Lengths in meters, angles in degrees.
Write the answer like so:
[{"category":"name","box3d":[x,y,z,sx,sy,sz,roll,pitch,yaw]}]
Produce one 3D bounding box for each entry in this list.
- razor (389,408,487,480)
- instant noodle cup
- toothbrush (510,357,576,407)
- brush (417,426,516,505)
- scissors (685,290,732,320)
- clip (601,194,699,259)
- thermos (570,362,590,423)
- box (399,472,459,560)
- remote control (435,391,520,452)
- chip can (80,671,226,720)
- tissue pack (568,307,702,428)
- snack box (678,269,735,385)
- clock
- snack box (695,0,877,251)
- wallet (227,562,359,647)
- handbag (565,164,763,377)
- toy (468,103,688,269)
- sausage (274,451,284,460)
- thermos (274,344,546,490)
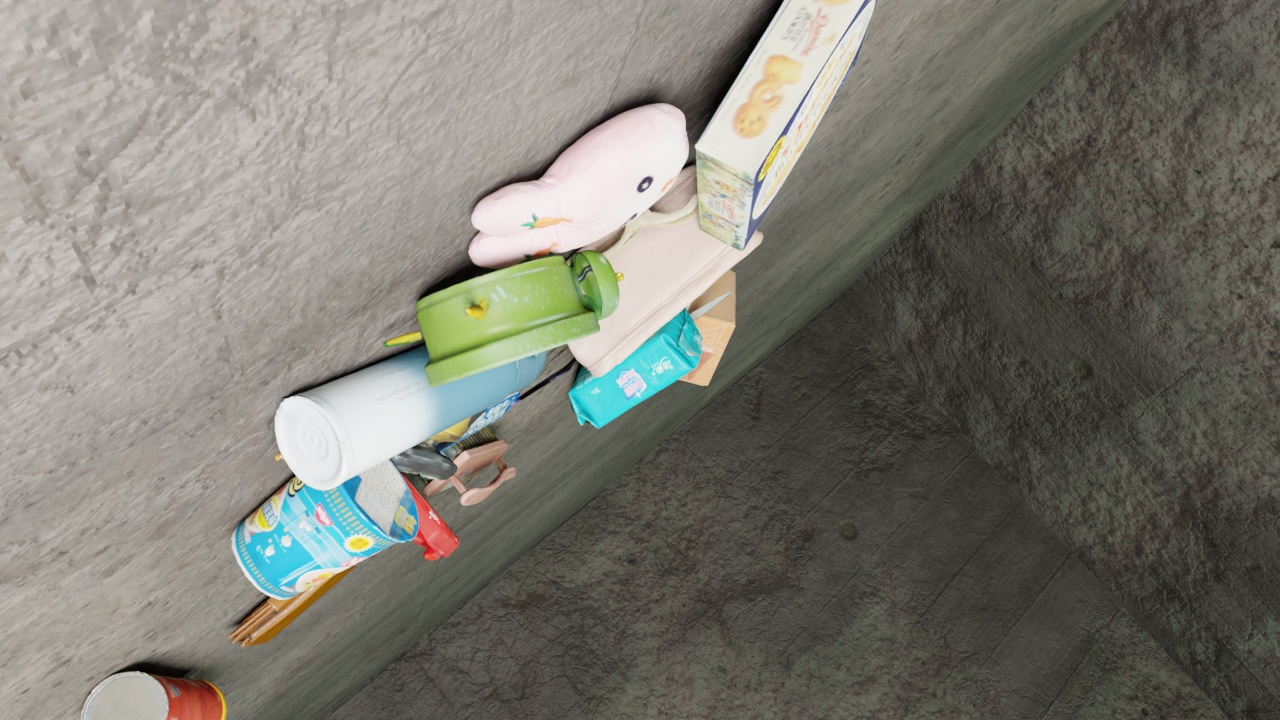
[{"category":"razor","box3d":[-0.144,0.035,0.778,0.167,0.067,0.062,-47,174,-8]},{"category":"instant noodle cup","box3d":[-0.243,0.123,0.698,0.110,0.099,0.099,-34,172,8]},{"category":"toothbrush","box3d":[-0.092,0.019,0.968,0.189,0.017,0.014,-33,-168,28]},{"category":"brush","box3d":[-0.176,0.111,0.969,0.063,0.073,0.145,-44,173,10]},{"category":"scissors","box3d":[0.022,-0.017,0.934,0.162,0.012,0.163,-20,145,0]},{"category":"clip","box3d":[-0.001,-0.129,0.723,0.104,0.086,0.035,-14,177,11]},{"category":"thermos","box3d":[-0.048,0.018,1.070,0.089,0.068,0.243,-53,174,-20]},{"category":"box","box3d":[-0.244,0.172,0.897,0.100,0.095,0.201,-42,173,-15]},{"category":"remote control","box3d":[-0.170,0.058,0.890,0.049,0.024,0.124,-48,170,38]},{"category":"chip can","box3d":[-0.456,0.335,0.871,0.073,0.073,0.217,-38,170,-21]},{"category":"tissue pack","box3d":[-0.005,0.005,0.862,0.134,0.050,0.093,-32,-164,21]},{"category":"snack box","box3d":[0.052,-0.043,0.995,0.092,0.077,0.095,-83,-170,-47]},{"category":"clock","box3d":[-0.078,-0.031,0.609,0.116,0.056,0.160,-15,-175,42]},{"category":"snack box","box3d":[0.103,-0.183,0.650,0.178,0.046,0.182,-59,173,-4]},{"category":"wallet","box3d":[-0.363,0.250,0.969,0.130,0.035,0.119,-41,171,-13]},{"category":"handbag","box3d":[0.003,-0.074,0.851,0.193,0.093,0.234,-39,180,-2]},{"category":"toy","box3d":[-0.036,-0.106,0.583,0.159,0.054,0.121,-31,171,-18]},{"category":"sausage","box3d":[-0.198,0.037,0.674,0.164,0.021,0.022,-30,166,-50]},{"category":"thermos","box3d":[-0.151,0.020,0.656,0.070,0.070,0.219,-48,169,35]}]
